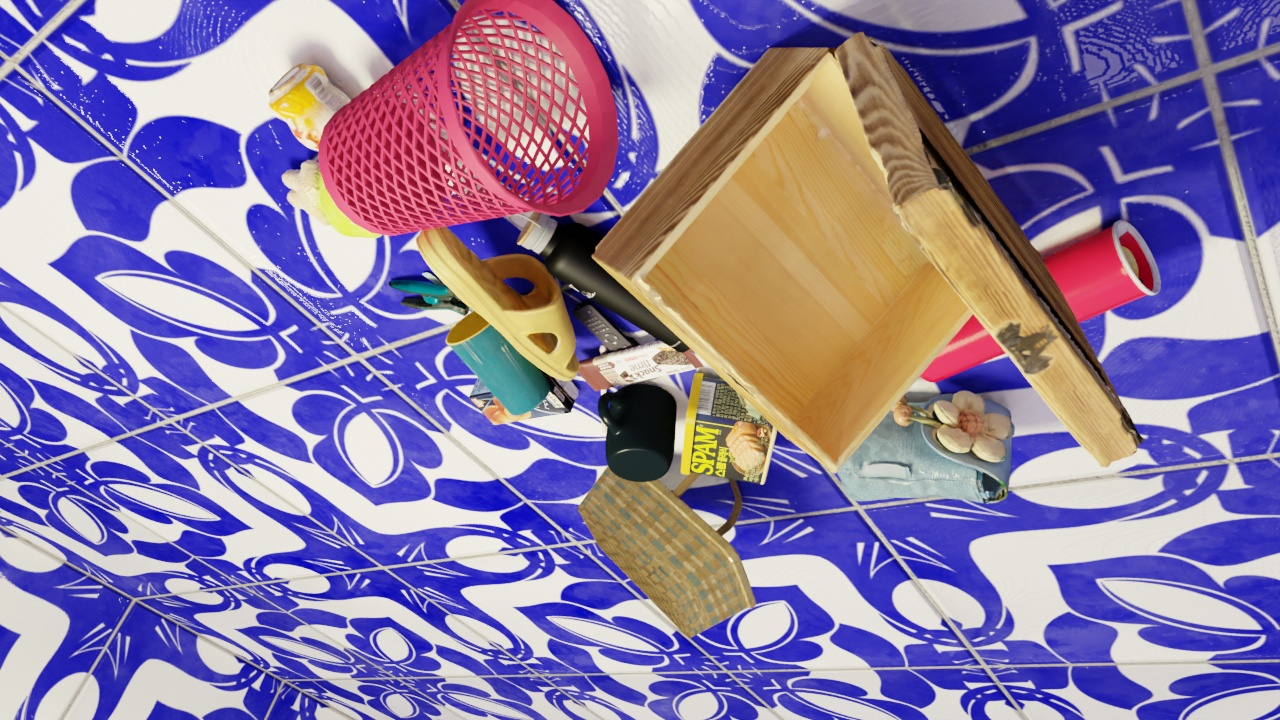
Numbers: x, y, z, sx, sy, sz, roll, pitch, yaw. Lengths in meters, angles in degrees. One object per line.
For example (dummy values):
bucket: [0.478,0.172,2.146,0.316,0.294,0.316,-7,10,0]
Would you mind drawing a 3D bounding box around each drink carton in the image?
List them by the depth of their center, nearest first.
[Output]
drink carton: [-0.150,0.043,1.180,0.130,0.040,0.064,-10,136,31]

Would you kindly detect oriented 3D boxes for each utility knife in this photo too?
utility knife: [-0.187,-0.052,1.101,0.179,0.015,0.022,39,137,-22]

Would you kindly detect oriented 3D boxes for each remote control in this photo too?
remote control: [-0.025,-0.022,1.070,0.032,0.015,0.136,-19,130,37]

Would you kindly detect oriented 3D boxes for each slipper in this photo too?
slipper: [-0.131,-0.073,0.980,0.078,0.099,0.263,-39,140,7]

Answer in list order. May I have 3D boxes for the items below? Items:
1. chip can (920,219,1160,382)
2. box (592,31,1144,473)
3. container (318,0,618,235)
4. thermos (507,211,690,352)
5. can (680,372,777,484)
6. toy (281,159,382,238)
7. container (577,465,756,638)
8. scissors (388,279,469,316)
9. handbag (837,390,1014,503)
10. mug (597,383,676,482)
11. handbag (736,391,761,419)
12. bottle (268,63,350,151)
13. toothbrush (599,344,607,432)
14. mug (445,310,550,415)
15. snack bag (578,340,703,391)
chip can: [0.352,-0.048,0.851,0.069,0.069,0.221,36,139,-23]
box: [0.195,-0.069,0.677,0.279,0.282,0.315,41,177,-27]
container: [-0.164,-0.193,0.797,0.226,0.182,0.183,-8,136,40]
thermos: [-0.036,-0.090,0.952,0.231,0.061,0.061,31,141,-17]
can: [0.108,0.085,1.109,0.104,0.075,0.135,9,142,6]
toy: [-0.326,-0.172,0.975,0.115,0.046,0.092,16,142,12]
container: [0.058,0.222,1.230,0.250,0.186,0.158,37,159,40]
scissors: [-0.236,-0.076,1.068,0.140,0.019,0.128,32,148,-10]
handbag: [0.307,0.088,1.003,0.192,0.121,0.119,1,141,27]
mug: [-0.010,0.081,1.118,0.085,0.094,0.121,-23,132,29]
handbag: [0.153,-0.029,0.921,0.117,0.113,0.187,7,141,0]
bottle: [-0.300,-0.227,0.879,0.063,0.063,0.108,-14,132,34]
toothbrush: [-0.042,0.038,1.154,0.018,0.015,0.181,5,142,4]
mug: [-0.162,0.002,1.077,0.078,0.077,0.121,-14,122,34]
snack bag: [-0.006,0.006,1.073,0.158,0.013,0.057,-13,135,33]
